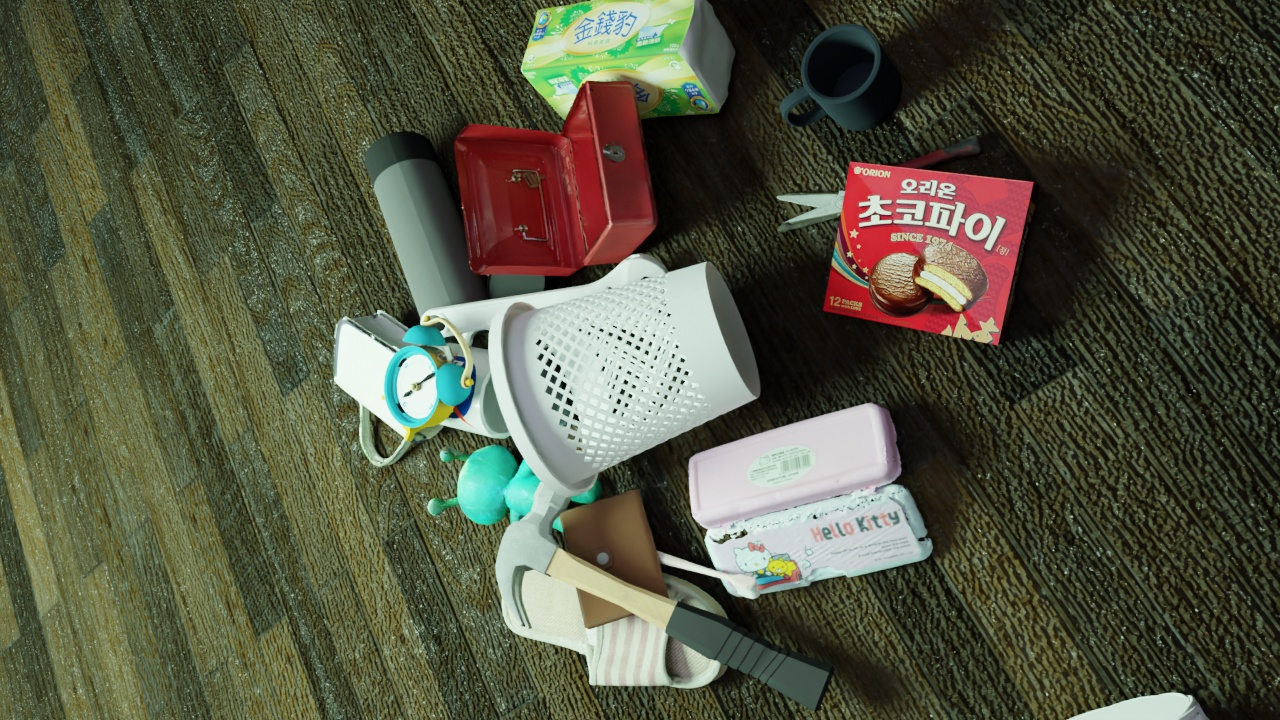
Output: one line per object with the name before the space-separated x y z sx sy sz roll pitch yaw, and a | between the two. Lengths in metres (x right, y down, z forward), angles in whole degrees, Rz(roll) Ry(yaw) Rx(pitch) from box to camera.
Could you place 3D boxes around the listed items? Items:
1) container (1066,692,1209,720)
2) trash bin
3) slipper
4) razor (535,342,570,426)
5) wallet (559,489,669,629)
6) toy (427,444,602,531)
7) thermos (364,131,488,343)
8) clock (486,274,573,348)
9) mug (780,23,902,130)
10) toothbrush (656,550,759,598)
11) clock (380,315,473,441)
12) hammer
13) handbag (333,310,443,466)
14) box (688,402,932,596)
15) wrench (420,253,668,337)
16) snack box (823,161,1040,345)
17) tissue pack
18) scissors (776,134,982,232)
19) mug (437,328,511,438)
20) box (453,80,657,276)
container | 0.338 0.353 0.621 0.190 0.189 0.186 -33 69 22
trash bin | -0.005 0.005 0.863 0.200 0.195 0.195 -20 75 16
slipper | -0.037 0.263 0.920 0.263 0.052 0.115 5 86 30
razor | -0.113 0.015 0.954 0.047 0.143 0.052 6 48 30
wallet | -0.028 0.193 0.901 0.087 0.013 0.120 -18 61 3
toy | -0.134 0.141 0.980 0.193 0.072 0.130 9 89 20
thermos | -0.244 -0.143 1.059 0.082 0.082 0.240 -31 71 23
clock | -0.118 -0.070 1.004 0.091 0.042 0.120 -41 67 19
mug | 0.178 -0.248 0.837 0.105 0.077 0.071 -27 73 24
toothbrush | 0.039 0.199 0.887 0.181 0.015 0.018 7 128 42
clock | -0.221 0.018 0.948 0.130 0.043 0.099 -48 65 24
hammer | 0.016 0.231 0.847 0.328 0.039 0.131 21 74 18
handbag | -0.294 0.044 1.087 0.151 0.073 0.176 29 118 30
box | 0.143 0.129 0.827 0.202 0.066 0.153 -20 76 27
wrench | -0.102 -0.059 0.957 0.273 0.018 0.066 -9 114 11
snack box | 0.247 -0.095 0.793 0.152 0.035 0.133 14 102 30
tissue pack | -0.006 -0.333 0.935 0.198 0.120 0.141 7 73 24
scissors | 0.226 -0.149 0.836 0.179 0.015 0.185 46 108 25
mug | -0.176 0.017 1.000 0.090 0.091 0.121 10 89 30
box | -0.073 -0.180 0.913 0.171 0.156 0.156 -24 74 51
